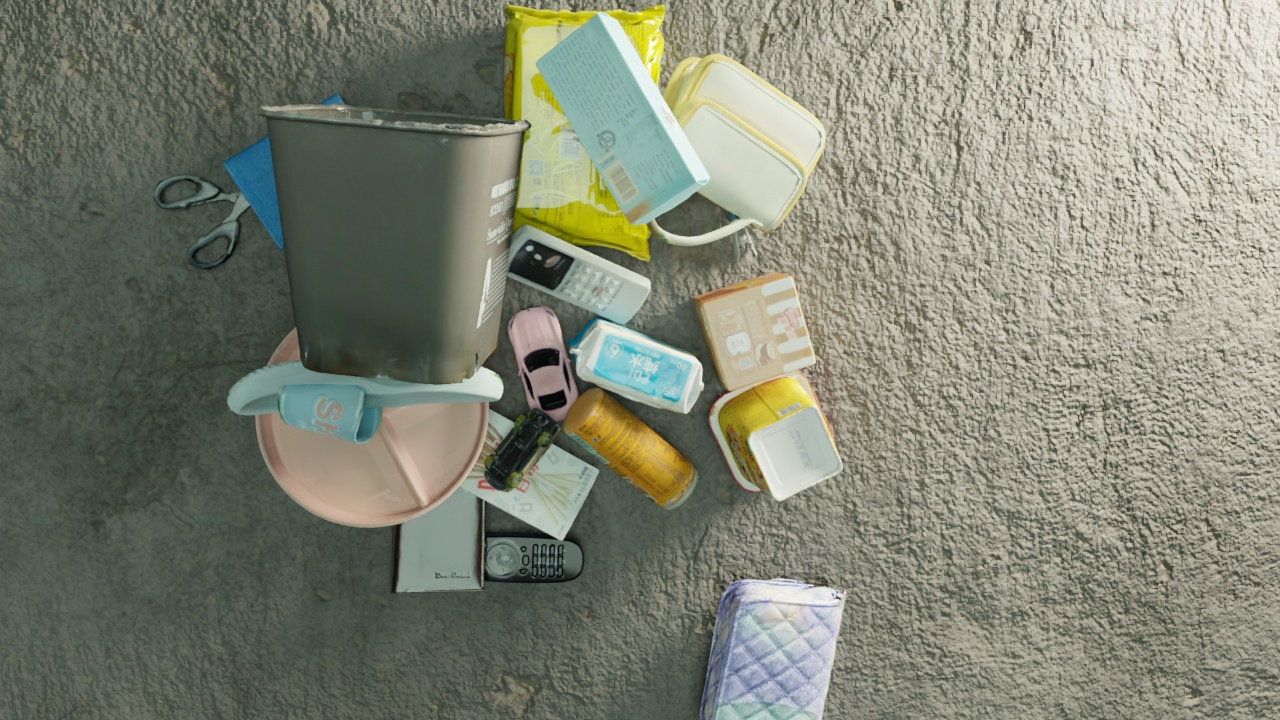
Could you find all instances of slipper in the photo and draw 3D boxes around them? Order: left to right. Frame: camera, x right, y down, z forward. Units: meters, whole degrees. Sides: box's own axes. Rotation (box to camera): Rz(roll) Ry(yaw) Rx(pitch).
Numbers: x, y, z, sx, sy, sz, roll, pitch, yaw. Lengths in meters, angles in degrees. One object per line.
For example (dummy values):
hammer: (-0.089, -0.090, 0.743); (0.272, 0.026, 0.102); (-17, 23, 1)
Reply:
slipper: (-0.252, 0.041, 0.858); (0.245, 0.104, 0.074); (-2, 81, -9)

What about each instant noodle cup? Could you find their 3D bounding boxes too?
instant noodle cup: (0.143, 0.080, 0.932); (0.116, 0.123, 0.116); (-25, 100, -1)

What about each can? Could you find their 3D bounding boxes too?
can: (-0.010, 0.091, 0.943); (0.146, 0.058, 0.058); (41, 94, -21)

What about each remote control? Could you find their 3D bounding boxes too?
remote control: (-0.128, 0.211, 0.981); (0.136, 0.024, 0.053); (2, 93, -1)
remote control: (-0.065, -0.083, 0.914); (0.150, 0.021, 0.058); (21, 128, -22)

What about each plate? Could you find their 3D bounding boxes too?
plate: (-0.266, 0.051, 0.919); (0.229, 0.028, 0.229); (0, 83, -3)

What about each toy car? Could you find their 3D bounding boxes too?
toy car: (-0.119, 0.093, 0.924); (0.042, 0.035, 0.090); (34, 80, 29)
toy car: (-0.100, 0.004, 0.947); (0.056, 0.037, 0.122); (-16, 99, -4)

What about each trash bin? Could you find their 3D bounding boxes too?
trash bin: (-0.206, -0.109, 0.807); (0.199, 0.198, 0.220); (5, 107, 4)

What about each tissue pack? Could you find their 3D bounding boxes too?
tissue pack: (-0.006, 0.005, 0.927); (0.140, 0.090, 0.063); (20, 96, -8)

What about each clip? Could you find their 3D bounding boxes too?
clip: (0.103, -0.132, 0.948); (0.029, 0.024, 0.057); (-17, 101, -6)

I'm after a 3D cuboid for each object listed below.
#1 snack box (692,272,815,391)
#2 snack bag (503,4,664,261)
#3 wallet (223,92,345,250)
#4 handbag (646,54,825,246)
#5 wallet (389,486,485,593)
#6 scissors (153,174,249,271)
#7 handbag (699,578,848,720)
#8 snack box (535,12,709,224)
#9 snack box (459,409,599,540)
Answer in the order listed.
snack box: (0.114, -0.032, 0.937); (0.094, 0.077, 0.093); (-18, 99, -1)
snack bag: (-0.060, -0.224, 0.899); (0.158, 0.068, 0.246); (2, 100, -5)
wallet: (-0.322, -0.183, 0.896); (0.133, 0.040, 0.106); (-33, 95, -4)
handbag: (0.081, -0.185, 0.887); (0.163, 0.063, 0.178); (27, 88, -26)
wallet: (-0.210, 0.181, 0.958); (0.096, 0.020, 0.122); (1, 84, -7)
scissors: (-0.395, -0.159, 0.910); (0.173, 0.014, 0.159); (18, 96, -8)
handbag: (0.142, 0.334, 0.997); (0.134, 0.075, 0.194); (9, 99, -10)
snack box: (-0.015, -0.214, 0.822); (0.074, 0.051, 0.175); (-30, 93, 23)
snack box: (-0.130, 0.114, 0.957); (0.157, 0.027, 0.084); (30, 80, -9)
